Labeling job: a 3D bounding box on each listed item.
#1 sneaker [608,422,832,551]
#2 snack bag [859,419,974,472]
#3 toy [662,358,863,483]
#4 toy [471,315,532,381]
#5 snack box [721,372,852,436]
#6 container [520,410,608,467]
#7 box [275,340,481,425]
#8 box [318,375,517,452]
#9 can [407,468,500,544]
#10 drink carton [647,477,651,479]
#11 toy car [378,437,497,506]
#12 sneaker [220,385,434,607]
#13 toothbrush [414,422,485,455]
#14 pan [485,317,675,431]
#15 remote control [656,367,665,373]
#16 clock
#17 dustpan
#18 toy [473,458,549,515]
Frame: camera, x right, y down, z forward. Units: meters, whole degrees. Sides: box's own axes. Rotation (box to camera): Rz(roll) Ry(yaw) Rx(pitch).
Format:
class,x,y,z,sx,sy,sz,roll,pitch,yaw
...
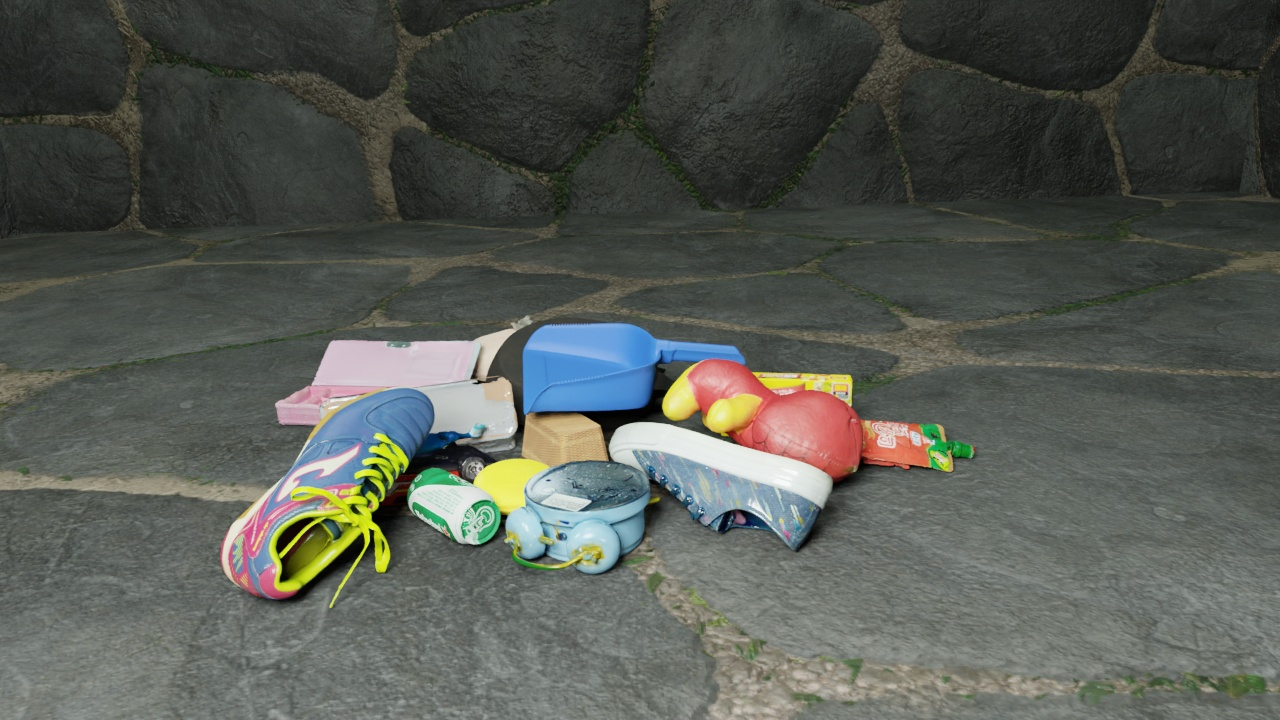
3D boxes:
class,x,y,z,sx,sy,sz,roll,pitch,yaw
sneaker,0.061,0.119,0.873,0.236,0.079,0.087,10,-20,33
snack bag,0.289,0.093,1.013,0.155,0.044,0.087,7,29,6
toy,0.137,0.064,0.975,0.216,0.099,0.147,22,11,37
toy,-0.200,-0.001,1.310,0.175,0.076,0.132,-5,32,-14
snack box,0.170,0.054,1.079,0.152,0.075,0.025,1,19,12
container,-0.083,0.093,1.003,0.063,0.061,0.114,-12,20,-30
box,-0.341,0.038,1.227,0.233,0.059,0.179,2,34,12
box,-0.254,0.068,1.056,0.216,0.107,0.094,-7,30,-15
can,-0.180,0.139,0.878,0.053,0.053,0.101,-16,22,-39
drink carton,0.045,0.115,0.974,0.122,0.039,0.069,2,17,33
toy car,-0.243,0.115,0.960,0.189,0.056,0.082,-2,15,-38
sneaker,-0.255,0.117,0.823,0.091,0.116,0.241,2,42,40
toothbrush,-0.204,0.083,0.977,0.021,0.016,0.132,40,18,15
pan,-0.024,0.019,1.188,0.356,0.043,0.248,9,34,7
remote control,-0.020,0.009,1.358,0.125,0.010,0.039,11,21,38
clock,-0.056,0.143,0.839,0.118,0.060,0.161,7,20,29
dustpan,-0.006,0.006,1.081,0.257,0.059,0.245,5,17,-9
toy,-0.122,0.128,0.924,0.095,0.041,0.094,-6,22,-29
